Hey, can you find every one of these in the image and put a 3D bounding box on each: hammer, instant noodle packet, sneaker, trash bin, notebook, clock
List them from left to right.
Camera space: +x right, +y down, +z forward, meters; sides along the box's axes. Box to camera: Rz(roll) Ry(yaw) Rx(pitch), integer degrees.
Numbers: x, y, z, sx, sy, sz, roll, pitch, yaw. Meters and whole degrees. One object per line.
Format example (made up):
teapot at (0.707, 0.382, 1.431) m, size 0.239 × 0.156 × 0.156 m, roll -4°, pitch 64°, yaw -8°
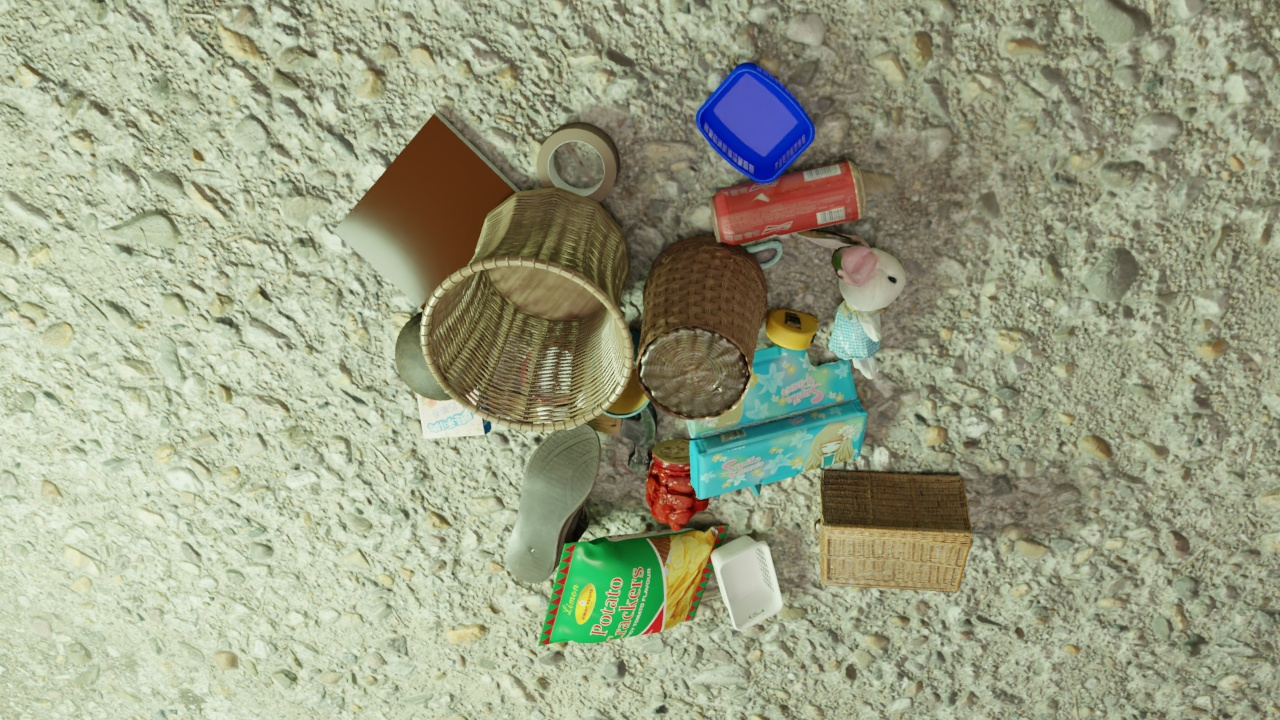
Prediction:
notebook at (-0.250, -0.170, 1.130) m, size 0.171 × 0.022 × 0.210 m, roll 43°, pitch 116°, yaw -14°
hammer at (-0.140, 0.063, 1.237) m, size 0.330 × 0.033 × 0.132 m, roll 10°, pitch 121°, yaw 3°
clock at (-0.104, 0.027, 1.177) m, size 0.087 × 0.044 × 0.124 m, roll -26°, pitch 82°, yaw 7°
sneaker at (-0.103, 0.179, 1.250) m, size 0.095 × 0.119 × 0.235 m, roll 19°, pitch 108°, yaw 11°
instant noodle packet at (-0.009, 0.319, 1.300) m, size 0.252 × 0.090 × 0.196 m, roll -1°, pitch 124°, yaw -27°
trash bin at (0.069, -0.032, 1.040) m, size 0.151 × 0.209 × 0.151 m, roll 4°, pitch 122°, yaw 6°

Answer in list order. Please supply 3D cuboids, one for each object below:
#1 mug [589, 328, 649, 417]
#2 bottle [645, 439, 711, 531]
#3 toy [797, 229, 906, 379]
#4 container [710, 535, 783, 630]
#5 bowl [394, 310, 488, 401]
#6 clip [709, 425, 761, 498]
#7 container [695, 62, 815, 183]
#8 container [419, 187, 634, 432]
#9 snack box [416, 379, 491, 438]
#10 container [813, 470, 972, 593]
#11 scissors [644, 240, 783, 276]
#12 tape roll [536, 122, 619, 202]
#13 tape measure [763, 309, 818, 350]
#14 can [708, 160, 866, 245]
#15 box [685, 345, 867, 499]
mug at (-0.007, 0.007, 1.145) m, size 0.112 × 0.104 × 0.084 m, roll -9°, pitch 117°, yaw 10°
bottle at (0.057, 0.169, 1.238) m, size 0.099 × 0.098 × 0.111 m, roll 4°, pitch 112°, yaw 6°
toy at (0.268, -0.067, 1.076) m, size 0.105 × 0.131 × 0.205 m, roll -21°, pitch 121°, yaw 0°
container at (0.148, 0.311, 1.308) m, size 0.080 × 0.049 × 0.129 m, roll -23°, pitch 117°, yaw -13°
bowl at (-0.258, -0.004, 1.153) m, size 0.121 × 0.056 × 0.121 m, roll 2°, pitch 101°, yaw 10°
clip at (0.109, 0.134, 1.245) m, size 0.113 × 0.028 × 0.127 m, roll 1°, pitch 120°, yaw 5°
container at (0.126, -0.263, 1.004) m, size 0.114 × 0.058 × 0.096 m, roll 39°, pitch 116°, yaw -13°
container at (-0.112, -0.068, 1.040) m, size 0.227 × 0.195 × 0.227 m, roll 3°, pitch 127°, yaw 3°
snack box at (-0.251, 0.024, 1.205) m, size 0.088 × 0.033 × 0.154 m, roll -5°, pitch 99°, yaw 11°
container at (0.330, 0.226, 1.213) m, size 0.198 × 0.113 × 0.113 m, roll 2°, pitch 123°, yaw 9°
scissors at (0.083, -0.128, 1.112) m, size 0.176 × 0.033 × 0.072 m, roll -16°, pitch 119°, yaw 12°
tape roll at (-0.072, -0.227, 1.067) m, size 0.094 × 0.030 × 0.094 m, roll 3°, pitch 119°, yaw 6°
tape measure at (0.183, -0.040, 1.118) m, size 0.068 × 0.058 × 0.030 m, roll 15°, pitch 120°, yaw 0°
can at (0.165, -0.176, 1.036) m, size 0.170 × 0.067 × 0.067 m, roll -11°, pitch 117°, yaw 9°
box at (0.168, 0.076, 1.151) m, size 0.227 × 0.074 × 0.181 m, roll -13°, pitch 112°, yaw -9°
